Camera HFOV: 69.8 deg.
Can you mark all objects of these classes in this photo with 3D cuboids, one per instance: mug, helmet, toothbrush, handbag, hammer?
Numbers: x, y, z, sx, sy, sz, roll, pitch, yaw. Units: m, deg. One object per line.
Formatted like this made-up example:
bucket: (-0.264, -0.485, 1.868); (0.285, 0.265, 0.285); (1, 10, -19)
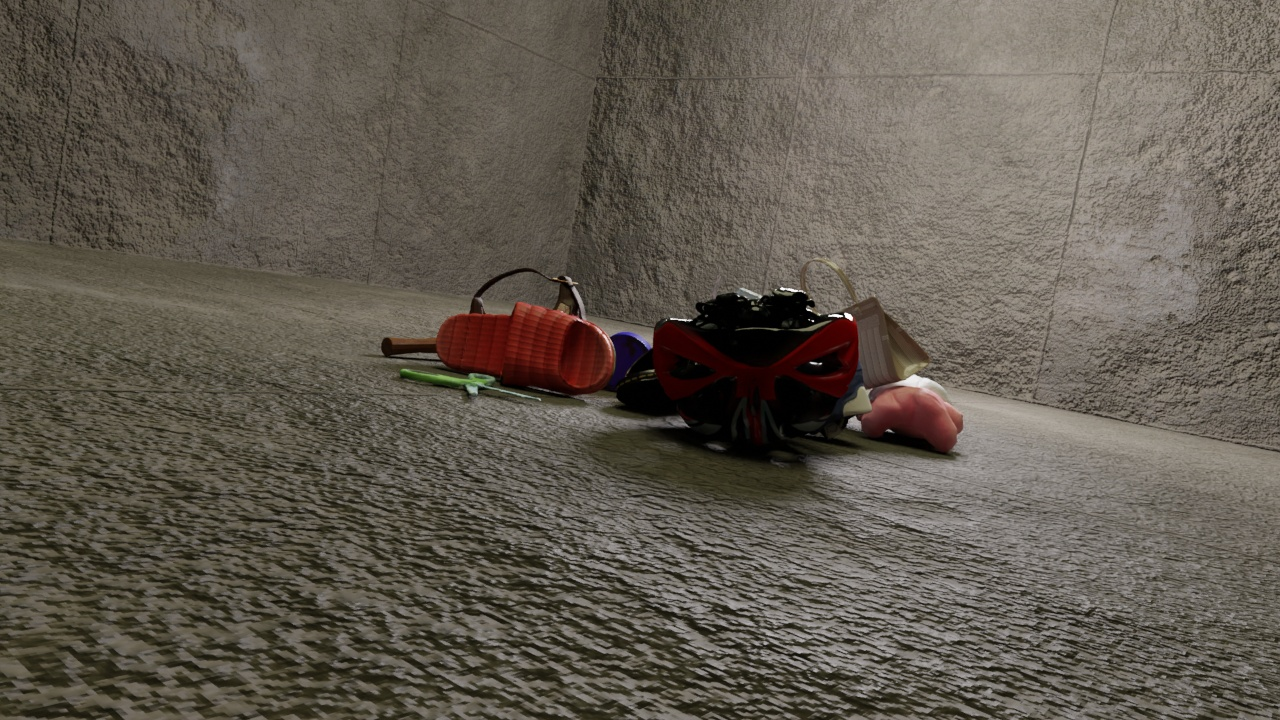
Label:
mug: (-0.008, 0.007, 1.277); (0.111, 0.079, 0.083); (22, 5, 1)
helmet: (0.123, 0.002, 0.986); (0.217, 0.167, 0.271); (-1, 9, 8)
toothbrush: (0.089, -0.033, 1.300); (0.010, 0.181, 0.010); (16, 3, 12)
handbag: (0.287, -0.054, 1.290); (0.062, 0.198, 0.176); (-28, 1, -25)
hammer: (-0.222, -0.023, 1.319); (0.116, 0.033, 0.322); (-14, -8, 43)
handbag: (-0.151, -0.054, 1.214); (0.167, 0.138, 0.063); (-10, -3, 19)

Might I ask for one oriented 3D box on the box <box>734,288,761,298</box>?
box: (0.184, -0.046, 1.357); (0.106, 0.124, 0.215); (32, 4, -42)

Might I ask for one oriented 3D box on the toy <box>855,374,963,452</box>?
toy: (0.375, 0.067, 1.271); (0.142, 0.084, 0.212); (11, 8, 17)

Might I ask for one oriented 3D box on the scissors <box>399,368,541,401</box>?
scissors: (-0.185, 0.026, 1.024); (0.171, 0.023, 0.167); (13, -1, 16)

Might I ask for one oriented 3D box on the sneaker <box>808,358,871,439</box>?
sneaker: (0.182, 0.057, 1.154); (0.234, 0.118, 0.091); (-28, -10, 29)

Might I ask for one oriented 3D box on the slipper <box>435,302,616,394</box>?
slipper: (-0.149, -0.019, 1.128); (0.249, 0.103, 0.059); (9, -10, 20)

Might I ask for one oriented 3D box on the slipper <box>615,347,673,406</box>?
slipper: (0.050, 0.007, 1.183); (0.113, 0.075, 0.267); (-23, -8, 30)
